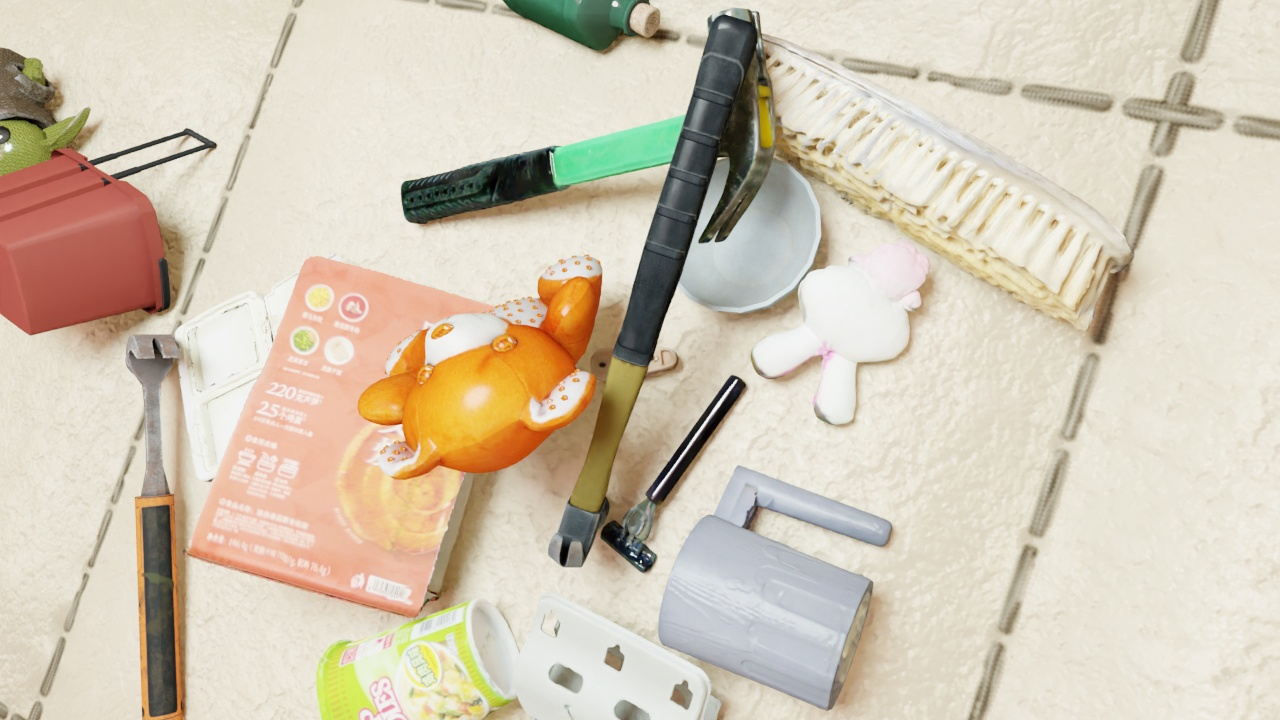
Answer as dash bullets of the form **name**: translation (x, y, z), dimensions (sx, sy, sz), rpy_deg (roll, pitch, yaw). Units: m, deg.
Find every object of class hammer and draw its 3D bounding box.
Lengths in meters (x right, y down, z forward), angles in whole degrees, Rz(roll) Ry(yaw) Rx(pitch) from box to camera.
- **hammer**: translation (-0.053, -0.132, 0.628), dimensions (0.320, 0.032, 0.130), rpy_deg (-3, 99, 37)
- **hammer**: translation (-0.385, 0.131, 0.733), dimensions (0.138, 0.035, 0.314), rpy_deg (-14, 79, 57)
- **hammer**: translation (0.003, -0.027, 0.532), dimensions (0.025, 0.117, 0.333), rpy_deg (19, 106, 3)

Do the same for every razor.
- **razor**: translation (0.024, 0.070, 0.607), dimensions (0.043, 0.022, 0.144), rpy_deg (35, 94, 23)

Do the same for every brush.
- **brush**: translation (0.160, -0.114, 0.552), dimensions (0.271, 0.083, 0.056), rpy_deg (38, 94, 23)

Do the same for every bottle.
- **bottle**: translation (-0.042, -0.271, 0.675), dimensions (0.131, 0.061, 0.061), rpy_deg (32, 91, 24)

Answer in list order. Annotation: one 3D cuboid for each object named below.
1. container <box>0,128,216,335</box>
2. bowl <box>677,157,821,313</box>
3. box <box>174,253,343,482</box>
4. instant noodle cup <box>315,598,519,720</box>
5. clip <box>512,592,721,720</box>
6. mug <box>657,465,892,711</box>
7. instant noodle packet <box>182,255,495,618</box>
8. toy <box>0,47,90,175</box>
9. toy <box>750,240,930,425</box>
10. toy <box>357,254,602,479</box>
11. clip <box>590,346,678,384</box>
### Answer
- **container**: translation (-0.468, -0.116, 0.804), dimensions (0.148, 0.200, 0.127), rpy_deg (28, 128, 24)
- **bowl**: translation (0.070, -0.079, 0.607), dimensions (0.106, 0.039, 0.106), rpy_deg (-4, 79, 21)
- **box**: translation (-0.297, 0.004, 0.736), dimensions (0.184, 0.050, 0.143), rpy_deg (-25, 72, 17)
- **instant noodle cup**: translation (-0.142, 0.214, 0.614), dimensions (0.108, 0.099, 0.099), rpy_deg (-26, 71, 8)
- **clip**: translation (-0.018, 0.230, 0.585), dimensions (0.126, 0.095, 0.152), rpy_deg (21, 110, 28)
- **mug**: translation (0.083, 0.132, 0.549), dimensions (0.104, 0.084, 0.123), rpy_deg (17, 60, 23)
- **instant noodle packet**: translation (-0.194, 0.048, 0.643), dimensions (0.164, 0.084, 0.220), rpy_deg (15, 85, 2)
- **toy**: translation (-0.627, -0.233, 0.896), dimensions (0.179, 0.078, 0.152), rpy_deg (-34, 70, 10)
- **toy**: translation (0.129, -0.022, 0.568), dimensions (0.079, 0.038, 0.123), rpy_deg (39, 109, 2)
- **toy**: translation (-0.092, 0.004, 0.553), dimensions (0.164, 0.172, 0.093), rpy_deg (-23, 112, 7)
- **clip**: translation (-0.003, 0.005, 0.635), dimensions (0.061, 0.041, 0.024), rpy_deg (-3, 79, 2)
